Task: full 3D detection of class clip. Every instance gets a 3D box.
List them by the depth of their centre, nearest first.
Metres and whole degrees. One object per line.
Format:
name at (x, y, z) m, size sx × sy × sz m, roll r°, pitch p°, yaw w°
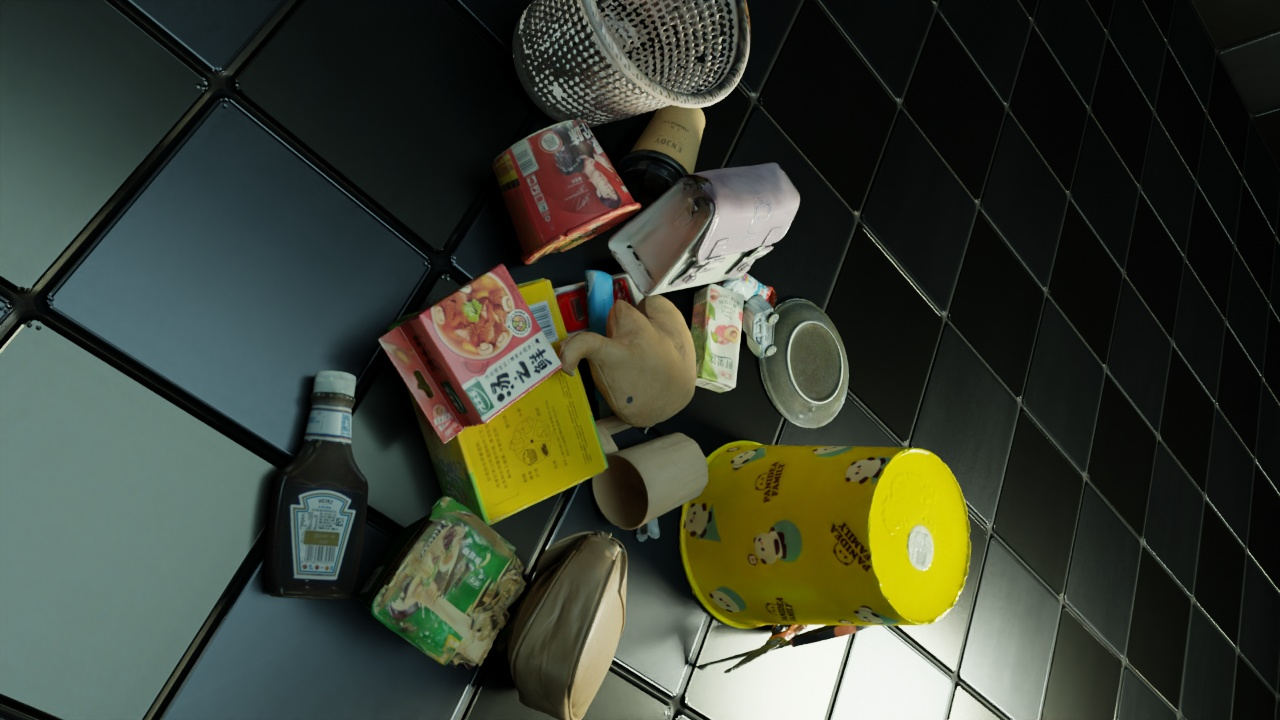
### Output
clip at (0.009, 0.176, 1.037) m, size 0.024 × 0.026 × 0.056 m, roll 23°, pitch 59°, yaw -36°

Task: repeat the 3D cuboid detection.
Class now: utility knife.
utility knife at (-0.042, -0.007, 1.010) m, size 0.034 × 0.018 × 0.187 m, roll -12°, pitch 103°, yaw -44°

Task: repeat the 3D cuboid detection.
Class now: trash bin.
trash bin at (-0.027, -0.351, 0.982) m, size 0.227 × 0.193 × 0.227 m, roll 8°, pitch 78°, yaw -38°
trash bin at (0.213, 0.198, 1.047) m, size 0.229 × 0.256 × 0.229 m, roll 8°, pitch 77°, yaw -39°

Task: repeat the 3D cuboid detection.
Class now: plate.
plate at (0.230, 0.003, 1.245) m, size 0.179 × 0.024 × 0.179 m, roll 8°, pitch 78°, yaw -39°

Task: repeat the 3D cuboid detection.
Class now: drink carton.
drink carton at (0.090, -0.026, 1.120) m, size 0.053 × 0.046 × 0.122 m, roll 17°, pitch 70°, yaw -26°

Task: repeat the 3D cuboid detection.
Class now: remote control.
remote control at (-0.045, -0.065, 1.033) m, size 0.135 × 0.020 × 0.056 m, roll -17°, pitch 93°, yaw -40°

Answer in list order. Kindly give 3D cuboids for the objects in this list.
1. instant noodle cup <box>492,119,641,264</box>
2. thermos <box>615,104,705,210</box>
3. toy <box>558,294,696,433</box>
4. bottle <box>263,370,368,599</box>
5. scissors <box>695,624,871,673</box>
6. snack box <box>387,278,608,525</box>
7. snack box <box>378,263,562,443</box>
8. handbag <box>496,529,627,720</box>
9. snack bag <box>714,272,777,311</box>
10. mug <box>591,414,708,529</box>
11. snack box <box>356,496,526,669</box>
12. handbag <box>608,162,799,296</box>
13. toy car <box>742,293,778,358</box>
instant noodle cup at (-0.082, -0.178, 0.954) m, size 0.137 × 0.138 × 0.108 m, roll -28°, pitch 94°, yaw -39°
thermos at (0.030, -0.243, 1.084) m, size 0.093 × 0.093 × 0.143 m, roll 40°, pitch 53°, yaw -27°
toy at (-0.006, 0.006, 0.973) m, size 0.225 × 0.083 × 0.143 m, roll -21°, pitch 91°, yaw -63°
bottle at (-0.277, 0.107, 0.799) m, size 0.079 × 0.044 × 0.194 m, roll 13°, pitch 74°, yaw -38°
scissors at (0.174, 0.327, 1.075) m, size 0.226 × 0.189 × 0.015 m, roll -3°, pitch 76°, yaw -61°
snack box at (-0.138, 0.039, 0.907) m, size 0.157 × 0.070 × 0.210 m, roll -21°, pitch 96°, yaw -39°
snack box at (-0.150, -0.007, 0.829) m, size 0.126 × 0.044 × 0.113 m, roll -39°, pitch 106°, yaw -35°
handbag at (-0.070, 0.251, 0.860) m, size 0.100 × 0.205 × 0.147 m, roll 21°, pitch 57°, yaw 10°
snack bag at (0.135, -0.095, 1.182) m, size 0.105 × 0.026 × 0.045 m, roll 27°, pitch 69°, yaw -31°
mug at (0.002, 0.112, 1.008) m, size 0.103 × 0.084 × 0.124 m, roll -16°, pitch 70°, yaw -45°
snack box at (-0.187, 0.201, 0.817) m, size 0.117 × 0.106 × 0.118 m, roll 45°, pitch 56°, yaw -22°
handbag at (0.082, -0.150, 1.041) m, size 0.098 × 0.145 × 0.196 m, roll 52°, pitch 36°, yaw 15°
toy car at (0.149, -0.041, 1.154) m, size 0.034 × 0.043 × 0.091 m, roll -26°, pitch 139°, yaw -19°
